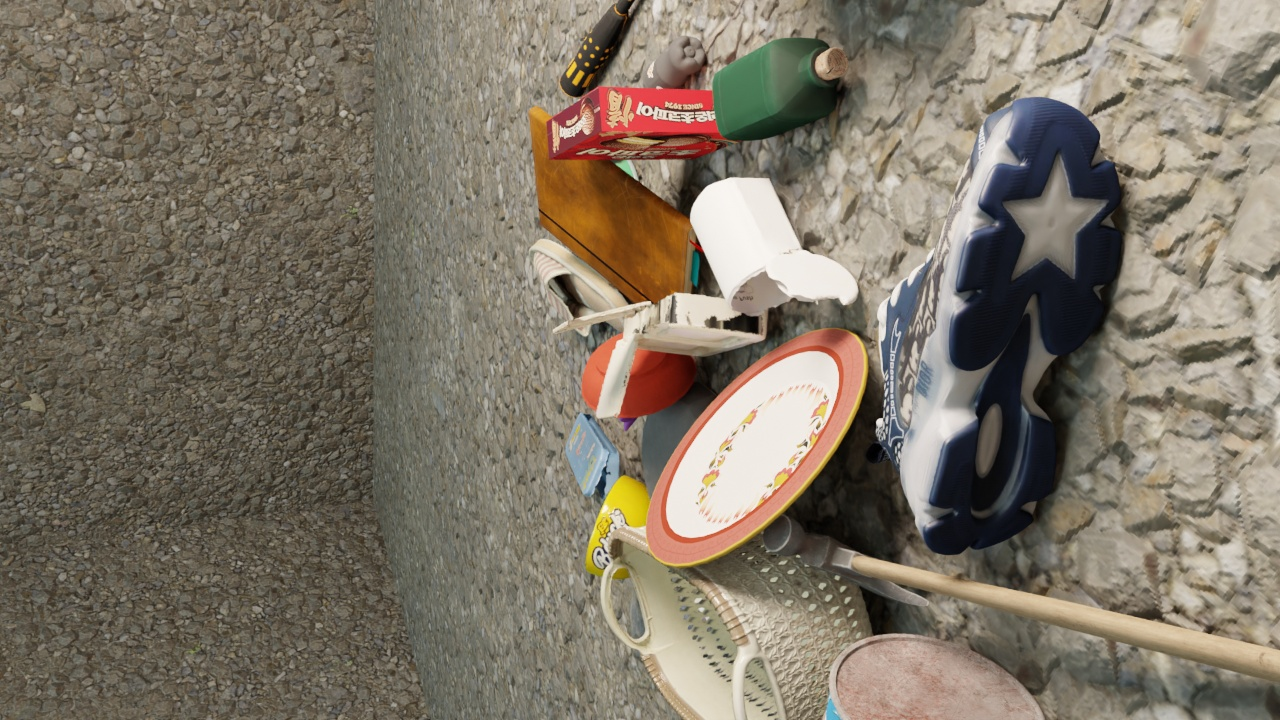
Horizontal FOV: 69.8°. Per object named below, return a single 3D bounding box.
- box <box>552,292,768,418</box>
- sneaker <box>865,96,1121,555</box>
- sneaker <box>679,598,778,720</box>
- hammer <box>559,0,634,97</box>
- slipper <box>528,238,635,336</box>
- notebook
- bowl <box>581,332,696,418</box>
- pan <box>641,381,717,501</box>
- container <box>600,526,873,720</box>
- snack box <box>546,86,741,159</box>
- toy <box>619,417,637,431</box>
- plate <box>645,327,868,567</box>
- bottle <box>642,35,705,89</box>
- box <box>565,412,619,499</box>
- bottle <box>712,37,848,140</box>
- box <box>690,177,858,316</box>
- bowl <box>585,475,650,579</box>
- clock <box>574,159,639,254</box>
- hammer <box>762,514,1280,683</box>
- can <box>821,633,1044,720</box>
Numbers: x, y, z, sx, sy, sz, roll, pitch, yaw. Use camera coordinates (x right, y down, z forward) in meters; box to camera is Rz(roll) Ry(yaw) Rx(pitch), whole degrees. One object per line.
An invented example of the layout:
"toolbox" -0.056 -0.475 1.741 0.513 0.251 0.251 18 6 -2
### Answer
"box" 0.015 -0.007 0.833 0.146 0.185 0.095 159 96 -73
"sneaker" 0.189 -0.025 0.555 0.132 0.103 0.270 -127 35 -59
"sneaker" 0.080 0.313 0.882 0.235 0.079 0.088 -132 42 -53
"hammer" -0.022 -0.390 1.012 0.321 0.036 0.123 -33 65 61
"slipper" -0.081 -0.081 1.142 0.263 0.052 0.115 33 159 56
"notebook" -0.026 -0.132 0.955 0.249 0.014 0.179 41 152 26
"bowl" -0.006 0.006 0.942 0.122 0.122 0.035 52 163 50
"pan" 0.079 0.091 0.879 0.358 0.041 0.178 149 113 -64
"container" 0.078 0.218 0.761 0.246 0.142 0.184 12 120 64
"snack box" 0.009 -0.211 0.831 0.133 0.151 0.036 -176 82 -66
"toy" -0.005 0.029 1.017 0.088 0.056 0.105 84 -153 -53
"plate" 0.090 0.069 0.713 0.230 0.021 0.229 -44 16 16
"bottle" 0.027 -0.286 0.916 0.110 0.036 0.036 162 101 -65
"box" -0.068 0.116 1.159 0.210 0.049 0.066 -142 54 -73
"bottle" 0.113 -0.213 0.711 0.131 0.061 0.061 -178 80 -66
"box" 0.103 -0.083 0.743 0.112 0.084 0.162 -50 51 49
"bowl" -0.009 0.197 1.044 0.117 0.068 0.117 20 -91 -77
"clock" -0.055 -0.203 1.066 0.122 0.075 0.161 -169 71 -65
"hammer" 0.221 0.138 0.532 0.332 0.119 0.030 -4 63 56
"can" 0.181 0.230 0.575 0.130 0.129 0.044 -139 49 -57
